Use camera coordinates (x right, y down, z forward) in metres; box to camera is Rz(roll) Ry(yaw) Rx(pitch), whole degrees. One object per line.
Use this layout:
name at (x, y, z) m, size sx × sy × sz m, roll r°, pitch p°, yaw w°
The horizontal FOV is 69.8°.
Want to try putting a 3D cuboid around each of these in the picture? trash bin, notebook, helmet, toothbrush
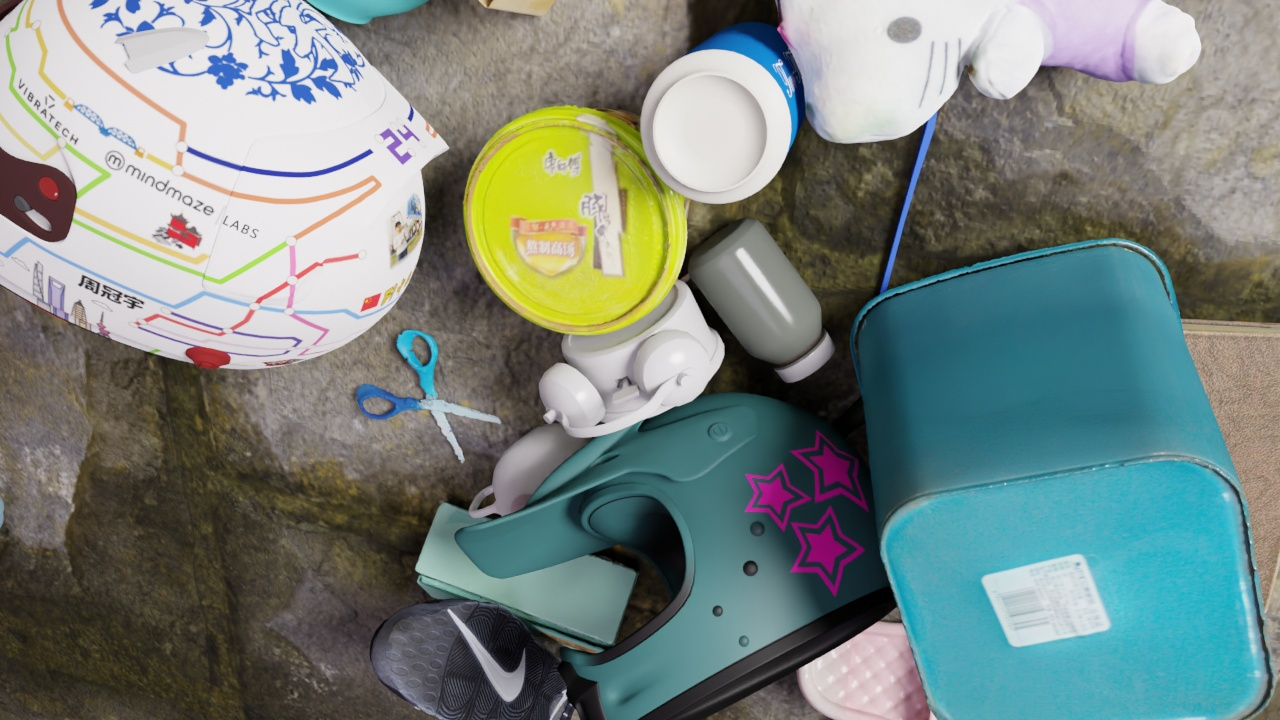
trash bin at (0.221, 0.070, 0.507) m, size 0.197 × 0.218 × 0.199 m, roll -14°, pitch 110°, yaw 22°
notebook at (0.334, 0.073, 0.618) m, size 0.190 × 0.034 × 0.216 m, roll 3°, pitch 116°, yaw 16°
helmet at (-0.286, -0.137, 0.584) m, size 0.314 × 0.230 × 0.237 m, roll 29°, pitch 125°, yaw -6°
toothbrush at (0.176, -0.123, 0.580) m, size 0.011 × 0.016 × 0.187 m, roll 11°, pitch 120°, yaw 9°
helmet at (0.029, 0.126, 0.627) m, size 0.274 × 0.200 × 0.177 m, roll -23°, pitch 154°, yaw -13°

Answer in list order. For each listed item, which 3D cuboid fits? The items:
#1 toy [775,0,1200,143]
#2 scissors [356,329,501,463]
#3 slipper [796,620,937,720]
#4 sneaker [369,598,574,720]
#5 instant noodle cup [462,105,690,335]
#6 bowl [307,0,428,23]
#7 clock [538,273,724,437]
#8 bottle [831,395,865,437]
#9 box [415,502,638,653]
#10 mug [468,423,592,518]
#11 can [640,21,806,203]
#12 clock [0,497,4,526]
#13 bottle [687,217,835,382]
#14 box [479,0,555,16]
toy at (0.172, -0.191, 0.483) m, size 0.209 × 0.085 × 0.137 m, roll -8°, pitch 89°, yaw 0°
scissors at (-0.184, 0.035, 0.770) m, size 0.127 × 0.014 × 0.127 m, roll -18°, pitch 114°, yaw 20°
slipper at (0.228, 0.251, 0.706) m, size 0.222 × 0.055 × 0.106 m, roll 1°, pitch 74°, yaw 24°
sneaker at (-0.170, 0.260, 0.802) m, size 0.151 × 0.097 × 0.252 m, roll 4°, pitch 151°, yaw 32°
instant noodle cup at (-0.033, -0.099, 0.605) m, size 0.146 × 0.097 × 0.146 m, roll 7°, pitch 116°, yaw 14°
bowl at (-0.181, -0.243, 0.563) m, size 0.121 × 0.120 × 0.046 m, roll 38°, pitch 120°, yaw -4°
clock at (-0.004, 0.003, 0.616) m, size 0.120 × 0.158 × 0.061 m, roll -16°, pitch 118°, yaw 23°
bottle at (0.182, 0.014, 0.636) m, size 0.033 × 0.032 × 0.123 m, roll 42°, pitch 120°, yaw -6°
box at (-0.099, 0.200, 0.817) m, size 0.187 × 0.078 × 0.113 m, roll 17°, pitch 148°, yaw 10°
mug at (-0.087, 0.105, 0.737) m, size 0.124 × 0.076 × 0.090 m, roll -17°, pitch 110°, yaw 24°
can at (0.054, -0.146, 0.527) m, size 0.079 × 0.145 × 0.079 m, roll 7°, pitch 118°, yaw 13°
clock at (-0.721, 0.154, 0.968) m, size 0.089 × 0.051 × 0.125 m, roll 42°, pitch 119°, yaw -5°
bottle at (0.084, -0.040, 0.622) m, size 0.060 × 0.060 × 0.108 m, roll -32°, pitch 103°, yaw 28°
box at (-0.141, -0.307, 0.515) m, size 0.249 × 0.127 × 0.092 m, roll 42°, pitch 119°, yaw -7°
